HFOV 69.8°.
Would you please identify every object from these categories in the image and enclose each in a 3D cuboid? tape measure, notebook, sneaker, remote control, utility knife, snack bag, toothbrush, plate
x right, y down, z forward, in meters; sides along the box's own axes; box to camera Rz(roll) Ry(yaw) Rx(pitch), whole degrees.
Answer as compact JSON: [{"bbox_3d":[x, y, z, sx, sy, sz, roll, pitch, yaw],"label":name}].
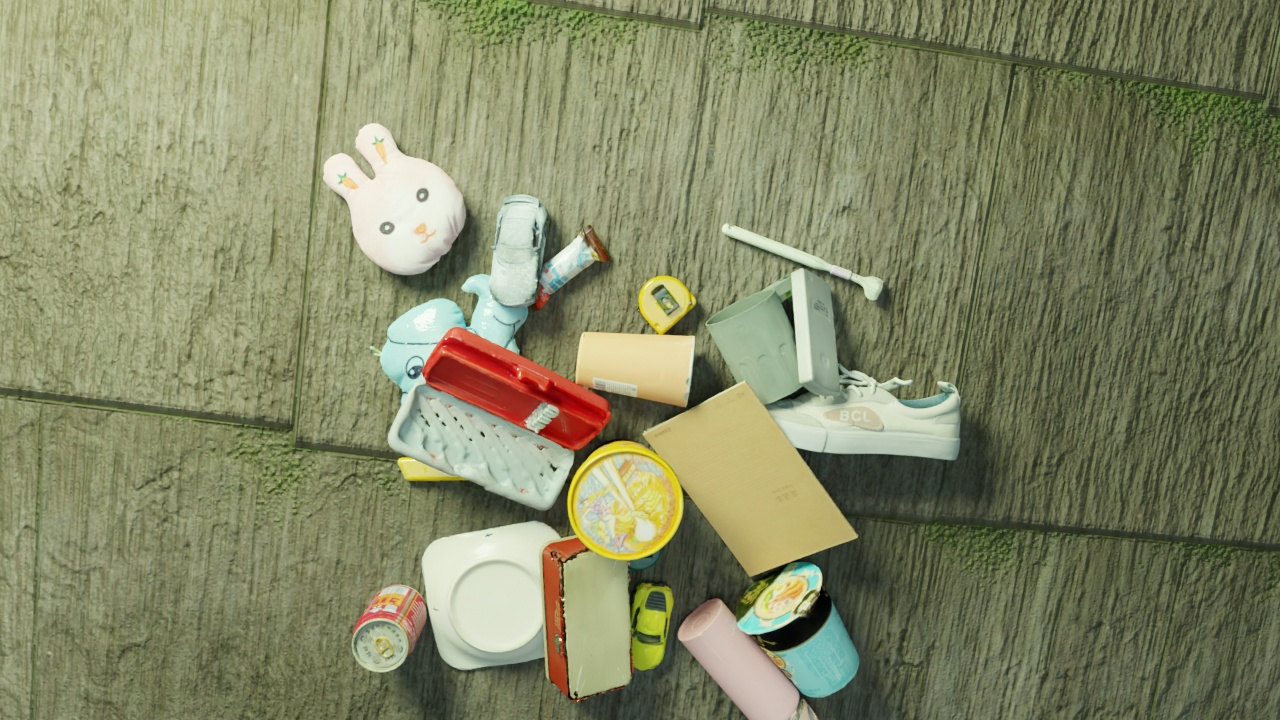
[{"bbox_3d":[0.026,-0.064,1.006,0.060,0.029,0.057,-41,97,2],"label":"tape measure"},{"bbox_3d":[0.118,0.133,1.004,0.150,0.012,0.211,-30,100,36],"label":"notebook"},{"bbox_3d":[0.234,0.052,1.002,0.242,0.089,0.091,5,95,-4],"label":"sneaker"},{"bbox_3d":[0.186,-0.029,0.979,0.056,0.019,0.135,21,59,-42],"label":"remote control"},{"bbox_3d":[-0.194,0.117,1.025,0.154,0.015,0.033,0,91,-2],"label":"utility knife"},{"bbox_3d":[-0.085,-0.100,0.997,0.104,0.026,0.048,-33,106,1],"label":"snack bag"},{"bbox_3d":[0.178,-0.112,1.013,0.189,0.020,0.029,21,68,-4],"label":"toothbrush"},{"bbox_3d":[-0.161,0.272,1.038,0.163,0.034,0.164,-10,98,-2],"label":"plate"},{"bbox_3d":[-0.003,0.210,1.042,0.054,0.025,0.058,-8,98,-1],"label":"tape measure"}]

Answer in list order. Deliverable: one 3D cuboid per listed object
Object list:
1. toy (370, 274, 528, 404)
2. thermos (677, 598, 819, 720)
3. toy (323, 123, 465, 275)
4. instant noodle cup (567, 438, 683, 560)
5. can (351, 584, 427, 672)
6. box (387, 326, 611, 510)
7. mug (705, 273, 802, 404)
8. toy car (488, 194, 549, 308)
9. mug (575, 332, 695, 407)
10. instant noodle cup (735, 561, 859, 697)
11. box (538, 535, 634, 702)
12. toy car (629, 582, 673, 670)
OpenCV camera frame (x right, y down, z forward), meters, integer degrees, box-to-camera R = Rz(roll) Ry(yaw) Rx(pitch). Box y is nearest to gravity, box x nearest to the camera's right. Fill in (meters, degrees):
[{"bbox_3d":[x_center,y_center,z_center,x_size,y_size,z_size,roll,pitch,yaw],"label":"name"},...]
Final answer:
[{"bbox_3d":[-0.208,-0.018,0.990,0.156,0.050,0.161,11,92,-7],"label":"toy"},{"bbox_3d":[0.126,0.370,1.039,0.067,0.087,0.198,-36,97,22],"label":"thermos"},{"bbox_3d":[-0.262,-0.169,0.969,0.121,0.054,0.159,-44,89,3],"label":"toy"},{"bbox_3d":[-0.018,0.140,0.987,0.118,0.114,0.118,0,97,-4],"label":"instant noodle cup"},{"bbox_3d":[-0.274,0.293,1.004,0.066,0.093,0.066,0,97,-3],"label":"can"},{"bbox_3d":[-0.148,0.064,0.977,0.201,0.065,0.160,27,105,-23],"label":"box"},{"bbox_3d":[0.145,-0.023,0.998,0.123,0.084,0.103,-31,100,-24],"label":"mug"},{"bbox_3d":[-0.130,-0.116,0.973,0.054,0.037,0.120,4,81,8],"label":"toy car"},{"bbox_3d":[-0.006,0.006,0.993,0.123,0.078,0.078,6,97,1],"label":"mug"},{"bbox_3d":[0.184,0.308,1.029,0.111,0.111,0.120,-33,104,1],"label":"instant noodle cup"},{"bbox_3d":[-0.054,0.281,1.009,0.091,0.078,0.168,-7,99,-29],"label":"box"},{"bbox_3d":[0.010,0.307,1.052,0.048,0.032,0.105,9,98,-5],"label":"toy car"}]
